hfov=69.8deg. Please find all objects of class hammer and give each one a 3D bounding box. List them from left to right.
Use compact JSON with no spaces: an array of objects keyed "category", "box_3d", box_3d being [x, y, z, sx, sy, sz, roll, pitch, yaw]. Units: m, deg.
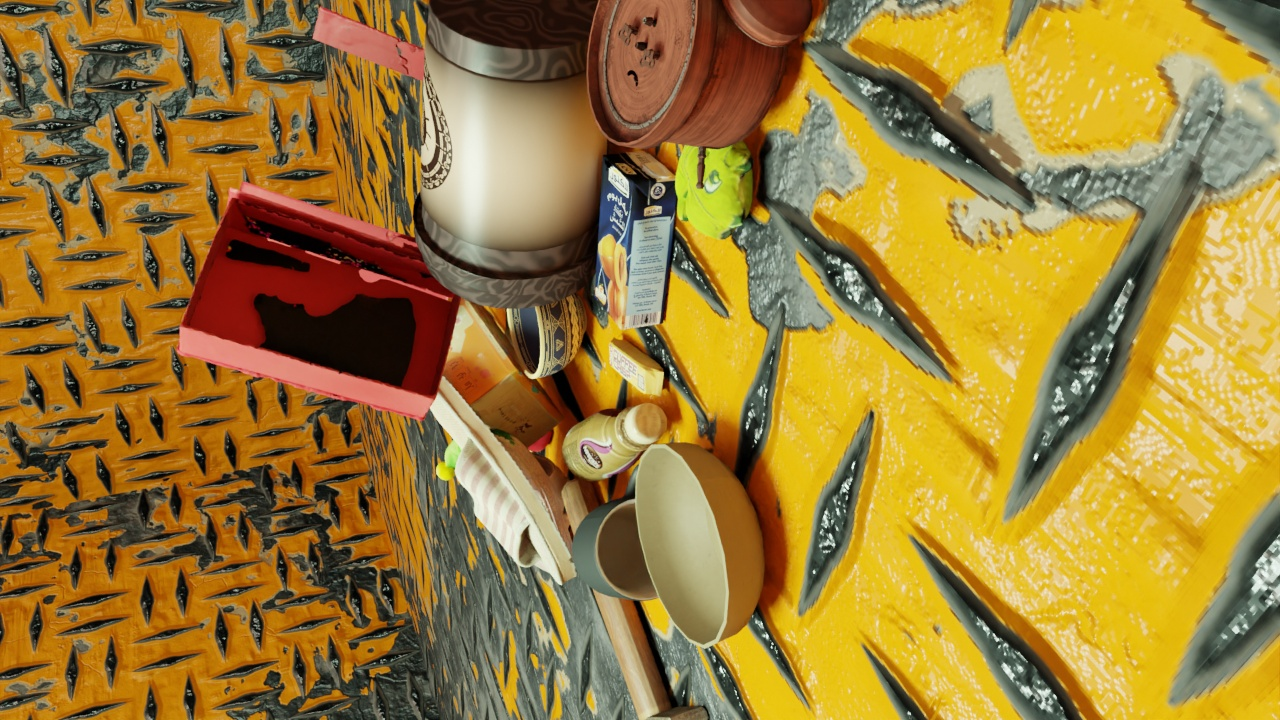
[{"category":"hammer","box_3d":[-0.020,0.252,0.923,0.158,0.037,0.300,113,140,-53]}]

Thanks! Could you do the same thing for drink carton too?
[{"category":"drink carton","box_3d":[-0.006,-0.097,0.732,0.064,0.040,0.130,-129,36,-48]}]

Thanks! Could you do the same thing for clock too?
[{"category":"clock","box_3d":[0.034,-0.191,0.529,0.120,0.072,0.158,60,136,40]}]

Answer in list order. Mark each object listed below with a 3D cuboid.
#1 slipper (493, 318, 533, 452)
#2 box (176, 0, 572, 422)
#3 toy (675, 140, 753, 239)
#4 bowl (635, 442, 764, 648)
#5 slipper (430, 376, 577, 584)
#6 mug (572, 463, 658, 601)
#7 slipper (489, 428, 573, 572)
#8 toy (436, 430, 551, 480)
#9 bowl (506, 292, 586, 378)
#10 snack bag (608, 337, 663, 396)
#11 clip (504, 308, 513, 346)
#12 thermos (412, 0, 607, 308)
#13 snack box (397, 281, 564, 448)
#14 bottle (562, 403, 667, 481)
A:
[{"category":"slipper","box_3d":[-0.206,0.056,1.208,0.078,0.099,0.263,153,102,-69]},{"category":"box","box_3d":[-0.213,-0.109,0.710,0.353,0.217,0.197,-44,33,52]},{"category":"toy","box_3d":[0.046,-0.119,0.608,0.094,0.036,0.093,118,146,-53]},{"category":"bowl","box_3d":[0.050,0.132,0.686,0.152,0.050,0.152,169,90,-68]},{"category":"slipper","box_3d":[-0.153,0.117,0.905,0.263,0.052,0.115,49,158,26]},{"category":"mug","box_3d":[-0.008,0.148,0.809,0.095,0.085,0.121,148,137,-68]},{"category":"slipper","box_3d":[-0.116,0.156,1.048,0.094,0.064,0.240,15,139,29]},{"category":"toy","box_3d":[-0.179,0.101,1.113,0.124,0.131,0.097,-136,46,-54]},{"category":"bowl","box_3d":[-0.090,-0.042,0.929,0.113,0.061,0.112,169,90,-68]},{"category":"snack bag","box_3d":[-0.005,0.005,0.802,0.099,0.020,0.026,-142,47,-58]},{"category":"clip","box_3d":[-0.140,-0.053,1.089,0.163,0.028,0.112,151,109,-67]},{"category":"thermos","box_3d":[-0.101,-0.179,0.740,0.227,0.172,0.172,100,150,-46]},{"category":"snack box","box_3d":[-0.188,-0.004,1.034,0.195,0.080,0.145,51,177,30]},{"category":"bottle","box_3d":[-0.021,0.069,0.817,0.166,0.059,0.059,145,113,-65]}]
